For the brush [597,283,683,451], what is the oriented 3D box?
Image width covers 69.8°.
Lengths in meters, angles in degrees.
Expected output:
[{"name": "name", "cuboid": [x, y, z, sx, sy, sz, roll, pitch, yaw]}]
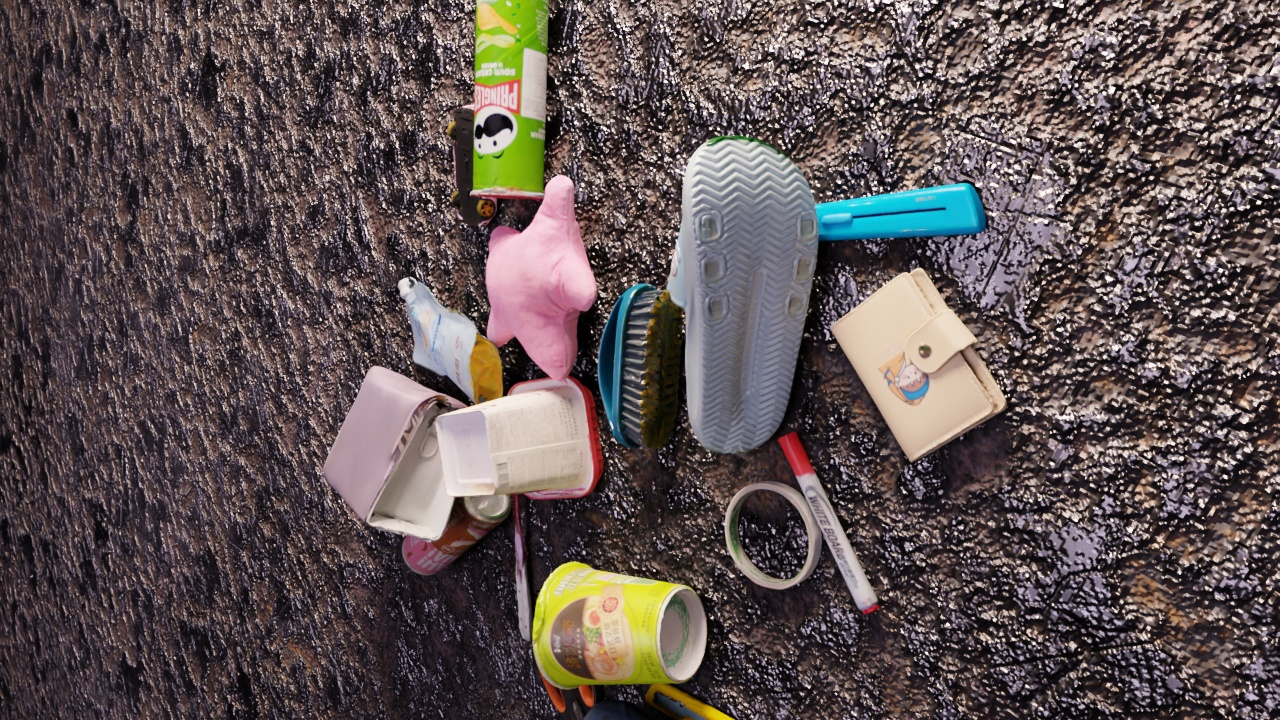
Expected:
[{"name": "brush", "cuboid": [-0.005, 0.005, 0.795, 0.074, 0.055, 0.144, 12, 103, 39]}]

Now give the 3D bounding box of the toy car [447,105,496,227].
[{"name": "toy car", "cuboid": [-0.167, -0.198, 0.936, 0.056, 0.037, 0.122, 27, 124, 40]}]

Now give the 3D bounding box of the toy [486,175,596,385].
[{"name": "toy", "cuboid": [-0.097, -0.060, 0.857, 0.195, 0.074, 0.178, -26, 73, 52]}]

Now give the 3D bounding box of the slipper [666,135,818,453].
[{"name": "slipper", "cuboid": [0.071, -0.047, 0.696, 0.074, 0.104, 0.246, -135, 42, -61]}]

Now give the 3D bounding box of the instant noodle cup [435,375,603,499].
[{"name": "instant noodle cup", "cuboid": [-0.115, 0.078, 0.856, 0.117, 0.124, 0.116, -10, 87, 42]}]

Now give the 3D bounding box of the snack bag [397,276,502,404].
[{"name": "snack bag", "cuboid": [-0.206, -0.018, 0.968, 0.191, 0.038, 0.110, 31, 141, 47]}]

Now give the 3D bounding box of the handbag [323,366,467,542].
[{"name": "handbag", "cuboid": [-0.251, 0.094, 0.968, 0.197, 0.098, 0.145, 15, 87, 58]}]

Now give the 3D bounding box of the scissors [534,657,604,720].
[{"name": "scissors", "cuboid": [-0.051, 0.377, 0.903, 0.153, 0.021, 0.234, 0, 98, 49]}]

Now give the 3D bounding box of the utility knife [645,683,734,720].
[{"name": "utility knife", "cuboid": [0.061, 0.318, 0.794, 0.157, 0.015, 0.033, 14, 101, 41]}]

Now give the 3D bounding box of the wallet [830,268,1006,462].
[{"name": "wallet", "cuboid": [0.193, 0.002, 0.639, 0.087, 0.024, 0.115, -41, 67, 36]}]

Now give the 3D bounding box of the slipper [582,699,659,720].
[{"name": "slipper", "cuboid": [0.041, 0.365, 0.734, 0.253, 0.104, 0.095, 25, 148, 27]}]

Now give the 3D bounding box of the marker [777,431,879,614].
[{"name": "marker", "cuboid": [0.143, 0.123, 0.700, 0.017, 0.017, 0.145, -37, 70, 38]}]

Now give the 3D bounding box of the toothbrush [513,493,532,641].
[{"name": "toothbrush", "cuboid": [-0.120, 0.199, 0.948, 0.016, 0.017, 0.187, 2, 98, 39]}]

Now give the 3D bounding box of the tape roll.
[{"name": "tape roll", "cuboid": [0.106, 0.140, 0.737, 0.086, 0.013, 0.086, 5, 97, 41]}]

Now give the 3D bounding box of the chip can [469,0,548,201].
[{"name": "chip can", "cuboid": [-0.121, -0.271, 0.863, 0.072, 0.072, 0.236, 9, 100, 41]}]

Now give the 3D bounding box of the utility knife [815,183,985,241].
[{"name": "utility knife", "cuboid": [0.142, -0.102, 0.678, 0.226, 0.018, 0.034, 1, 96, 43]}]

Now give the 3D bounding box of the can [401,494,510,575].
[{"name": "can", "cuboid": [-0.199, 0.178, 0.987, 0.148, 0.057, 0.058, -41, 67, 37]}]

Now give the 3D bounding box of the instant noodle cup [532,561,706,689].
[{"name": "instant noodle cup", "cuboid": [-0.013, 0.233, 0.799, 0.124, 0.111, 0.111, -8, 89, 34]}]
